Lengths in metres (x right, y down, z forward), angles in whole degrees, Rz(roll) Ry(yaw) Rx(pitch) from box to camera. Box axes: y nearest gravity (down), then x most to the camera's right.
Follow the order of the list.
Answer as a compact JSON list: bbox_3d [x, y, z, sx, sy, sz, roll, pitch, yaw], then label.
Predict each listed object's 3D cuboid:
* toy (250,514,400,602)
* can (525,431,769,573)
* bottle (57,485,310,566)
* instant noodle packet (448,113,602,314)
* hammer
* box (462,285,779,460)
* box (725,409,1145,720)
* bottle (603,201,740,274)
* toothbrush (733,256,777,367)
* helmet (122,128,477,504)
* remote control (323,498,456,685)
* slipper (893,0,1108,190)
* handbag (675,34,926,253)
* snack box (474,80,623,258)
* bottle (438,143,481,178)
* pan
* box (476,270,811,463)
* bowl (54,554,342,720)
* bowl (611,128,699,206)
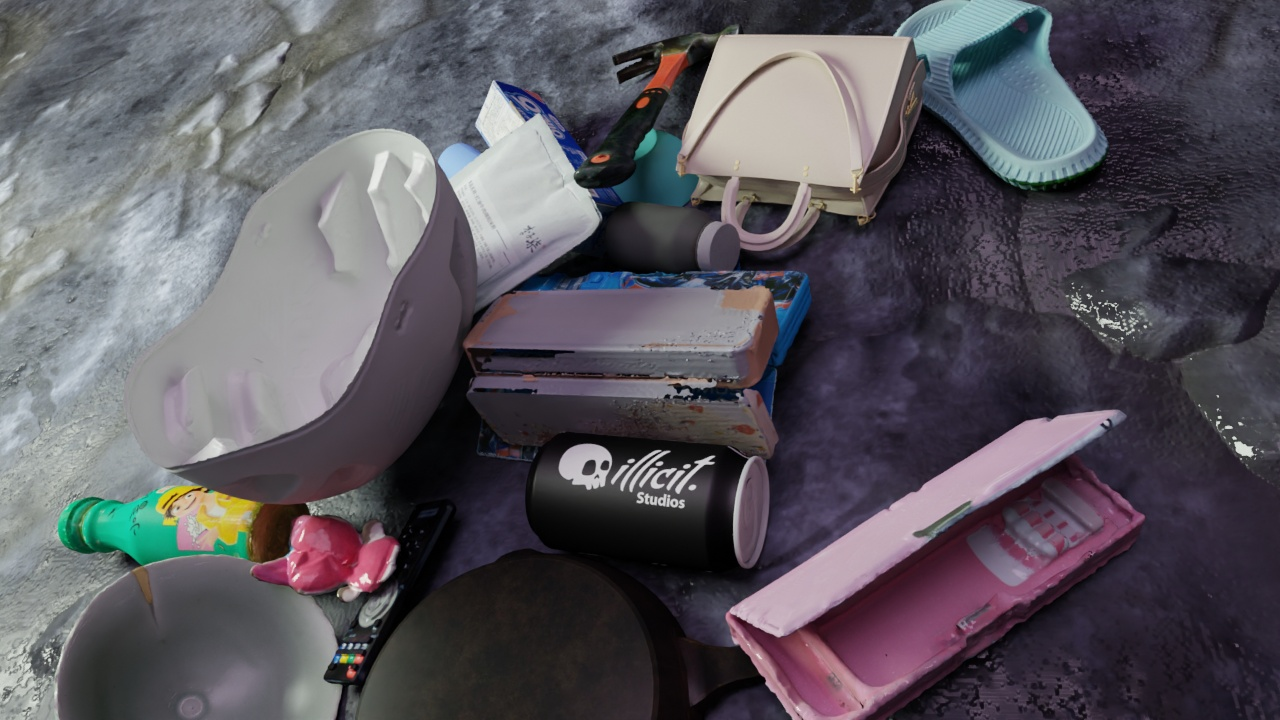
[{"bbox_3d":[-0.216,0.145,0.654,0.102,0.050,0.065,3,40,14],"label":"toy"},{"bbox_3d":[0.004,0.091,0.600,0.146,0.080,0.080,3,53,23],"label":"can"},{"bbox_3d":[-0.362,0.132,0.716,0.210,0.068,0.068,-2,52,20],"label":"bottle"},{"bbox_3d":[-0.164,-0.085,0.788,0.269,0.057,0.146,-35,60,8],"label":"instant noodle packet"},{"bbox_3d":[0.007,-0.239,0.848,0.133,0.033,0.332,-3,35,19],"label":"hammer"},{"bbox_3d":[-0.012,-0.001,0.632,0.217,0.095,0.107,1,65,25],"label":"box"},{"bbox_3d":[0.162,0.100,0.499,0.232,0.099,0.099,-27,49,-13],"label":"box"},{"bbox_3d":[0.025,-0.097,0.755,0.109,0.060,0.060,15,58,38],"label":"bottle"},{"bbox_3d":[0.088,-0.043,0.724,0.021,0.016,0.132,-20,50,6],"label":"toothbrush"},{"bbox_3d":[-0.229,-0.035,0.666,0.224,0.183,0.282,20,91,35],"label":"helmet"},{"bbox_3d":[-0.172,0.161,0.643,0.046,0.021,0.140,-17,38,43],"label":"remote control"},{"bbox_3d":[0.295,-0.245,0.777,0.116,0.069,0.275,-23,48,6],"label":"slipper"},{"bbox_3d":[0.123,-0.176,0.777,0.195,0.101,0.197,12,69,30],"label":"handbag"},{"bbox_3d":[-0.088,-0.184,0.860,0.060,0.059,0.226,-60,45,28],"label":"snack box"},{"bbox_3d":[-0.148,-0.168,0.895,0.048,0.048,0.131,-40,49,-14],"label":"bottle"},{"bbox_3d":[-0.016,0.196,0.546,0.356,0.043,0.248,-17,48,8],"label":"pan"},{"bbox_3d":[-0.009,-0.004,0.687,0.244,0.064,0.173,2,57,26],"label":"box"},{"bbox_3d":[-0.292,0.220,0.611,0.174,0.068,0.173,19,41,-18],"label":"bowl"},{"bbox_3d":[-0.004,-0.184,0.853,0.121,0.046,0.121,-11,49,13],"label":"bowl"}]
